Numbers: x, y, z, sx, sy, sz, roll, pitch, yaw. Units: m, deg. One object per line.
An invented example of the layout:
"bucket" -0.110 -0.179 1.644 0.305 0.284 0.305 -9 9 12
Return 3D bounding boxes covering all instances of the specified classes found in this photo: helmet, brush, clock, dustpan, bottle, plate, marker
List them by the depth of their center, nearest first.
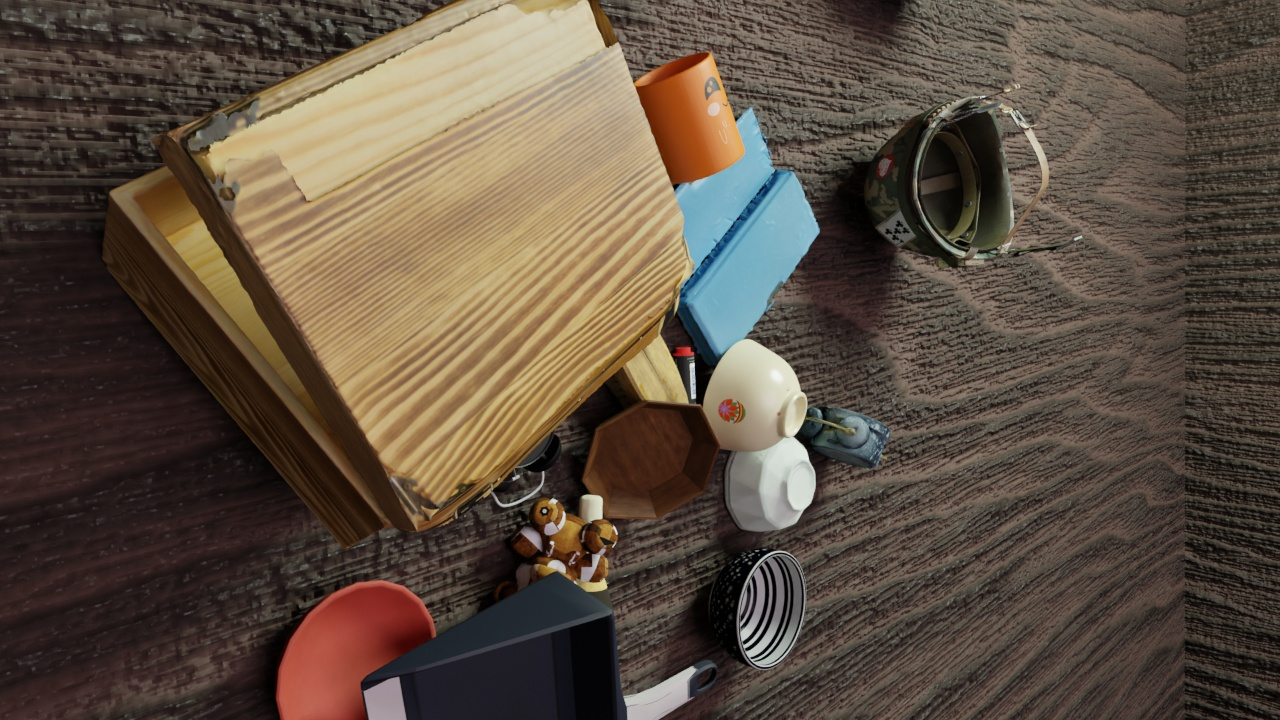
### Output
"dustpan" -0.060 0.292 0.719 0.272 0.080 0.236 -22 120 -39
"clock" -0.107 0.057 0.735 0.091 0.043 0.121 -23 108 -43
"bottle" -0.046 0.210 0.804 0.045 0.045 0.184 0 92 -46
"plate" 0.006 0.086 0.829 0.131 0.025 0.131 -9 120 -15
"brush" -0.005 0.005 0.839 0.059 0.043 0.195 -49 124 -34
"marker" 0.047 0.059 0.910 0.023 0.021 0.145 -6 96 -23
"clock" 0.234 0.084 1.059 0.129 0.090 0.052 32 75 -46
"helmet" 0.381 -0.209 1.086 0.223 0.237 0.193 -26 106 -54

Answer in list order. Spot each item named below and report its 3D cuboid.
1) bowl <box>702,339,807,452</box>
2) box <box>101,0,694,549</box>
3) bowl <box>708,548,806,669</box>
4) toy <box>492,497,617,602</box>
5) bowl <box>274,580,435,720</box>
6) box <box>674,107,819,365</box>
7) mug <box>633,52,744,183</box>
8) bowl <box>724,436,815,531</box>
"bowl" 0.125 0.045 0.931 0.117 0.074 0.118 -31 131 -45
"box" -0.109 -0.061 0.551 0.258 0.221 0.278 53 52 -7
"bowl" 0.112 0.253 0.955 0.120 0.066 0.120 -3 94 -46
"toy" -0.073 0.178 0.759 0.087 0.067 0.112 23 74 -6
"bowl" -0.205 0.214 0.647 0.121 0.035 0.122 -3 94 -46
"box" 0.097 -0.130 0.949 0.230 0.034 0.174 -53 125 -30
"mug" 0.048 -0.234 0.870 0.112 0.078 0.096 -75 145 -59
"bowl" 0.149 0.132 0.993 0.117 0.061 0.117 -3 94 -47
